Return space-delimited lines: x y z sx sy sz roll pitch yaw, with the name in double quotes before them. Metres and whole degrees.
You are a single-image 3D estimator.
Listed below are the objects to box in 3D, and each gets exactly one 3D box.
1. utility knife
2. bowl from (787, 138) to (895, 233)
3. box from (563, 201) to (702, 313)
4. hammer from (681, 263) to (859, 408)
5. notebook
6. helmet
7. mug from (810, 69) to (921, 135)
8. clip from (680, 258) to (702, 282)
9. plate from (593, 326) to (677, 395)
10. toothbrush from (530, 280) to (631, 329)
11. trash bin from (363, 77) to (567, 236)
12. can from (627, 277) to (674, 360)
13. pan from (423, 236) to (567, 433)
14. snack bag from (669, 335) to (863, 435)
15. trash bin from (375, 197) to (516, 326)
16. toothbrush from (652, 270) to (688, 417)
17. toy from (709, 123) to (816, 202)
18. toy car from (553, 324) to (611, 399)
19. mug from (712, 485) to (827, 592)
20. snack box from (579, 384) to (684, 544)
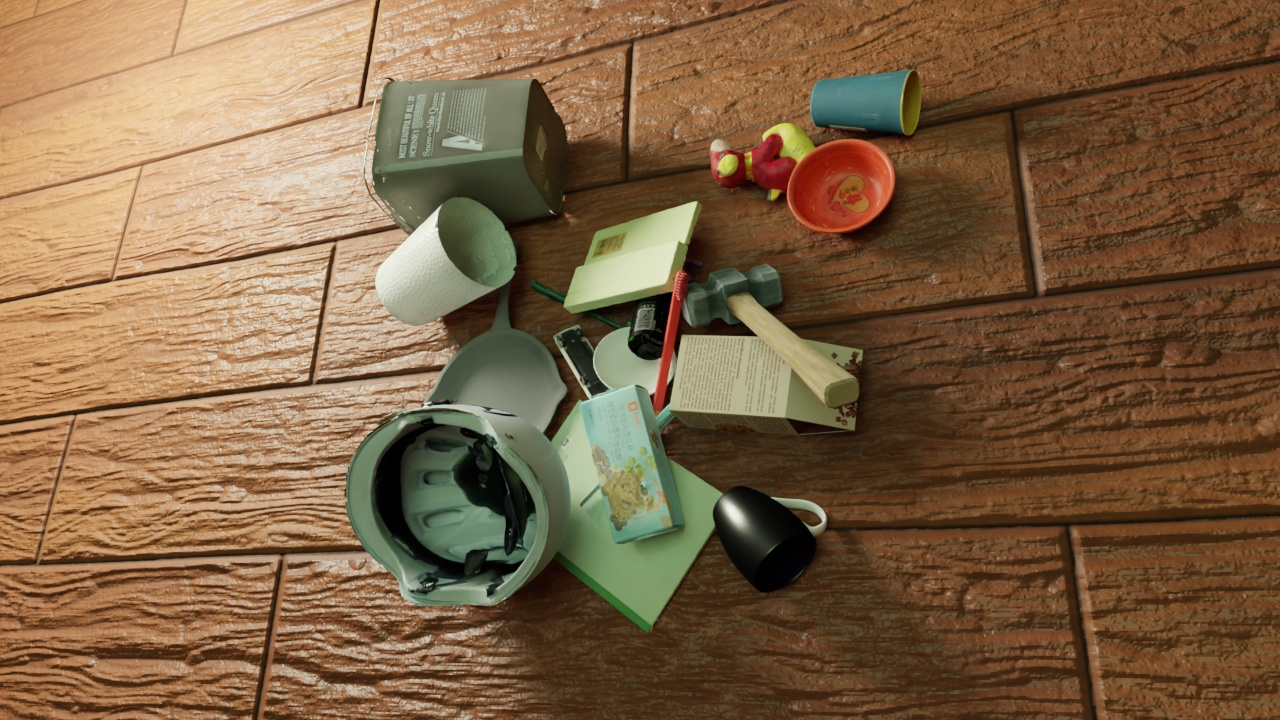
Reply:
"utility knife" -0.014 0.113 1.111 0.177 0.022 0.015 -46 57 5
"bowl" 0.248 -0.204 1.124 0.131 0.045 0.130 -9 66 20
"box" -0.012 -0.132 1.174 0.188 0.024 0.137 -7 51 44
"hammer" 0.144 -0.029 0.988 0.117 0.051 0.322 -16 26 -10
"notebook" -0.035 0.180 1.112 0.253 0.010 0.182 30 84 30
"helmet" -0.203 0.158 1.089 0.264 0.163 0.236 1 96 21
"mug" 0.279 -0.321 1.145 0.121 0.078 0.078 9 73 31
"clip" 0.060 -0.126 1.194 0.046 0.014 0.050 -32 63 9
"plate" -0.007 0.007 1.148 0.104 0.026 0.104 1 56 -2
"toothbrush" -0.074 -0.071 1.226 0.190 0.016 0.017 26 84 29
"trash bin" -0.234 -0.288 1.293 0.220 0.197 0.197 -2 69 16
"can" 0.019 -0.066 1.148 0.054 0.054 0.137 -5 53 22
"pan" -0.189 -0.006 1.245 0.217 0.024 0.353 -6 68 21
"snack bag" 0.148 0.029 1.059 0.207 0.070 0.094 2 70 24
"trash bin" -0.273 -0.126 1.255 0.162 0.133 0.133 -27 59 35
"toothbrush" 0.033 -0.002 1.095 0.018 0.012 0.213 -138 55 -65
"toy" 0.160 -0.251 1.179 0.137 0.067 0.105 -9 68 6
"toy car" -0.071 0.007 1.182 0.039 0.039 0.113 -25 58 -14
"mug" 0.142 0.181 1.003 0.118 0.085 0.100 -23 43 -21
"snack box" -0.010 0.121 1.069 0.075 0.053 0.174 -19 77 15
